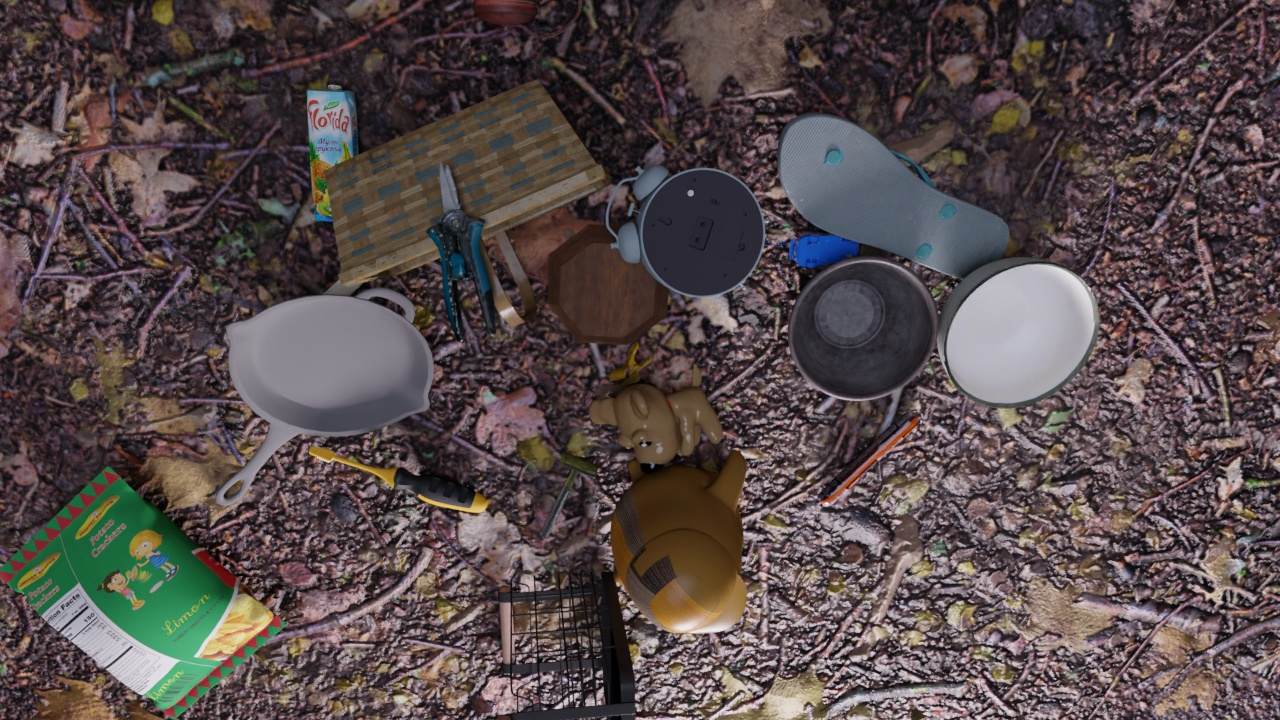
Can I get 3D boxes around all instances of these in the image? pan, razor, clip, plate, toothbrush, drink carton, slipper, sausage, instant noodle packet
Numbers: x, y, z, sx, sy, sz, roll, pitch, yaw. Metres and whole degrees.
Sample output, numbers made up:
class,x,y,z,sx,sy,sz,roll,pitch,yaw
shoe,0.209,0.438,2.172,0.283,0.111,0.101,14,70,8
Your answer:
class,x,y,z,sx,sy,sz,roll,pitch,yaw
pan,-0.349,0.042,0.949,0.216,0.024,0.355,28,120,-35
razor,-0.086,0.151,1.006,0.042,0.026,0.106,23,110,-9
clip,-0.004,0.010,0.952,0.039,0.053,0.047,42,73,-10
plate,-0.034,-0.073,0.931,0.131,0.025,0.131,0,107,1
toothbrush,-0.260,0.127,0.990,0.196,0.031,0.031,20,149,-10
drink carton,-0.296,-0.199,0.888,0.044,0.038,0.129,3,107,0
slipper,0.238,-0.154,0.898,0.268,0.054,0.098,25,109,-18
sausage,0.245,0.106,0.988,0.020,0.020,0.155,41,103,-11
instant noodle packet,-0.547,0.262,1.008,0.196,0.090,0.252,-40,103,12

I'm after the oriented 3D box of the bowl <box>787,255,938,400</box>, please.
class,x,y,z,sx,sy,sz,roll,pitch,yaw
bowl,0.215,-0.038,0.918,0.145,0.067,0.145,0,108,0

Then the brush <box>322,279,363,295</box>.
class,x,y,z,sx,sy,sz,roll,pitch,yaw
brush,-0.296,-0.082,0.940,0.218,0.012,0.033,-40,103,13

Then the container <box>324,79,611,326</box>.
class,x,y,z,sx,sy,sz,roll,pitch,yaw
container,-0.143,-0.122,0.844,0.250,0.157,0.186,-22,98,4

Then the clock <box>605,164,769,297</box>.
class,x,y,z,sx,sy,sz,roll,pitch,yaw
clock,0.044,-0.128,0.889,0.159,0.045,0.122,18,95,-12

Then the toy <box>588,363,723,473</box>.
class,x,y,z,sx,sy,sz,roll,pitch,yaw
toy,0.022,0.060,0.944,0.108,0.134,0.105,-6,85,-25

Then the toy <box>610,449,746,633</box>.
class,x,y,z,sx,sy,sz,roll,pitch,yaw
toy,0.045,0.195,0.922,0.162,0.203,0.199,41,103,-11

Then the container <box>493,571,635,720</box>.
class,x,y,z,sx,sy,sz,roll,pitch,yaw
container,-0.083,0.341,0.958,0.130,0.241,0.163,-2,107,-7

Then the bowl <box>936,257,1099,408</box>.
class,x,y,z,sx,sy,sz,roll,pitch,yaw
bowl,0.363,-0.035,0.909,0.153,0.072,0.154,-2,114,-5

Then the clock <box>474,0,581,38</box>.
class,x,y,z,sx,sy,sz,roll,pitch,yaw
clock,-0.108,-0.366,0.817,0.121,0.072,0.158,-28,104,9

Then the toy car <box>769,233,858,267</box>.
class,x,y,z,sx,sy,sz,roll,pitch,yaw
toy car,0.165,-0.116,0.924,0.091,0.062,0.033,-9,111,-28

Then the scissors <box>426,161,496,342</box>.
class,x,y,z,sx,sy,sz,roll,pitch,yaw
scissors,-0.155,-0.086,0.762,0.129,0.019,0.137,35,94,0
